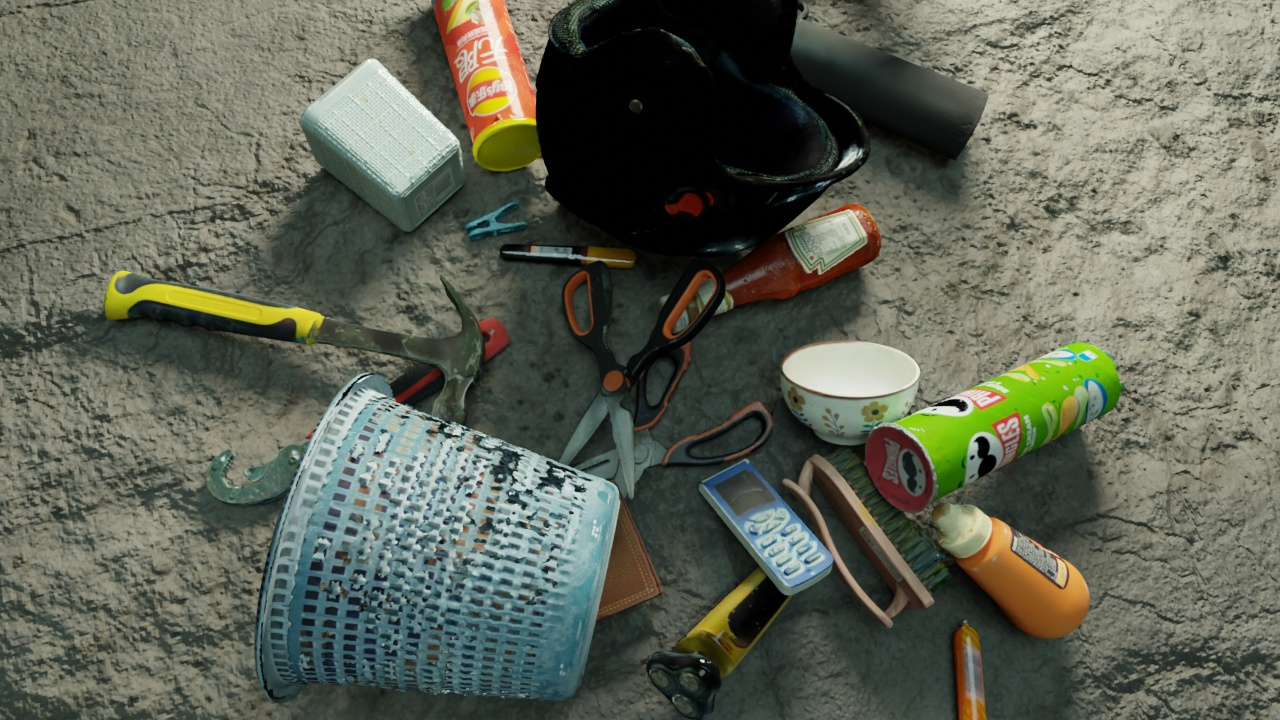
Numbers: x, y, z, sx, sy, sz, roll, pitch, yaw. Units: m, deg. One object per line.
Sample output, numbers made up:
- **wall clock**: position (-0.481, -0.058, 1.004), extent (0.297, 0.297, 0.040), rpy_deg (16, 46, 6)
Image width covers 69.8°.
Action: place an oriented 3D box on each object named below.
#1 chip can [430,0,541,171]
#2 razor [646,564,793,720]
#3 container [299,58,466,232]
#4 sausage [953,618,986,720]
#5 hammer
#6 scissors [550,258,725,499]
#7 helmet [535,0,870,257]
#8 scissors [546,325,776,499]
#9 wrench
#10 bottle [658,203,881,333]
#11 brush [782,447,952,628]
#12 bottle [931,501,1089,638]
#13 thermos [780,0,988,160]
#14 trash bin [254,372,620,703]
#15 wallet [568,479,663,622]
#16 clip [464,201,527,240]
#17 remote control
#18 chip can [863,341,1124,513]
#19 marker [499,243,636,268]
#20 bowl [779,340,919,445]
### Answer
- **chip can**: position (-0.146, -0.287, 0.860), extent (0.073, 0.073, 0.216), rpy_deg (-14, 73, -9)
- **razor**: position (0.080, 0.203, 0.718), extent (0.167, 0.068, 0.062), rpy_deg (-41, 87, -22)
- **container**: position (-0.222, -0.184, 0.812), extent (0.111, 0.090, 0.089), rpy_deg (42, 73, 7)
- **sausage**: position (0.262, 0.288, 0.722), extent (0.021, 0.021, 0.165), rpy_deg (4, 71, -3)
- **hammer**: position (-0.289, -0.031, 0.773), extent (0.323, 0.032, 0.126), rpy_deg (11, 68, 4)
- **scissors**: position (-0.016, -0.001, 0.767), extent (0.221, 0.021, 0.229), rpy_deg (-42, 54, 5)
- **helmet**: position (0.041, -0.196, 0.764), extent (0.275, 0.231, 0.232), rpy_deg (32, 47, 1)
- **scissors**: position (0.015, 0.066, 0.783), extent (0.189, 0.015, 0.226), rpy_deg (15, 72, 1)
- **wrench**: position (-0.231, 0.043, 0.771), extent (0.273, 0.016, 0.056), rpy_deg (-30, 77, -13)
- **bottle**: position (0.114, -0.078, 0.816), extent (0.206, 0.060, 0.059), rpy_deg (-24, 75, -10)
- **brush**: position (0.180, 0.139, 0.745), extent (0.073, 0.063, 0.145), rpy_deg (-34, 76, -7)
- **bottle**: position (0.285, 0.159, 0.724), extent (0.149, 0.067, 0.066), rpy_deg (38, 71, -15)
- **thermos**: position (0.211, -0.282, 0.886), extent (0.242, 0.068, 0.090), rpy_deg (26, 77, 4)
- **trash bin**: position (-0.122, 0.140, 0.633), extent (0.195, 0.227, 0.226), rpy_deg (13, 71, 0)
- **wallet**: position (-0.056, 0.162, 0.729), extent (0.124, 0.032, 0.101), rpy_deg (-23, 74, -2)
- **clip**: position (-0.133, -0.126, 0.837), extent (0.055, 0.013, 0.038), rpy_deg (-20, 73, -12)
- **remote control**: position (0.099, 0.132, 0.737), extent (0.049, 0.024, 0.125), rpy_deg (-23, 49, -20)
- **chip can**: position (0.293, 0.049, 0.750), extent (0.235, 0.072, 0.072), rpy_deg (-19, 73, -27)
- **marker**: position (-0.066, -0.095, 0.832), extent (0.124, 0.015, 0.018), rpy_deg (3, 69, -1)
- **bowl**: position (0.174, 0.032, 0.772), extent (0.113, 0.113, 0.062), rpy_deg (-7, 115, -7)
